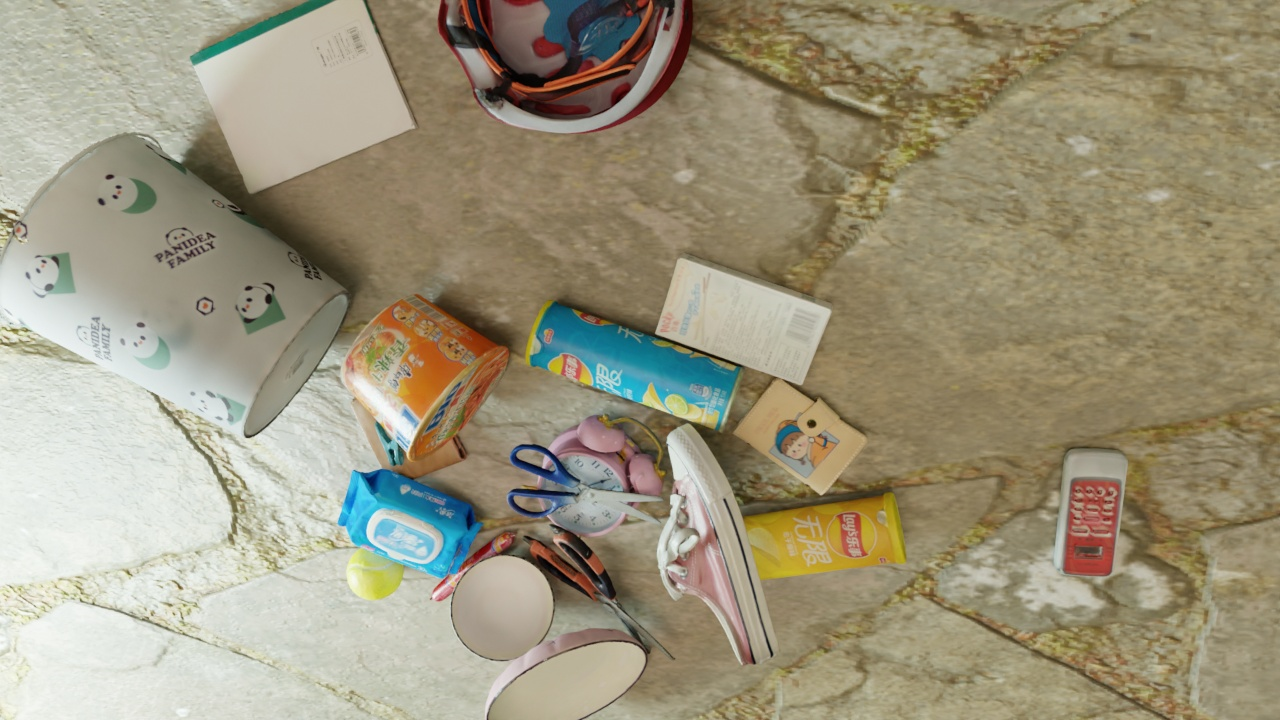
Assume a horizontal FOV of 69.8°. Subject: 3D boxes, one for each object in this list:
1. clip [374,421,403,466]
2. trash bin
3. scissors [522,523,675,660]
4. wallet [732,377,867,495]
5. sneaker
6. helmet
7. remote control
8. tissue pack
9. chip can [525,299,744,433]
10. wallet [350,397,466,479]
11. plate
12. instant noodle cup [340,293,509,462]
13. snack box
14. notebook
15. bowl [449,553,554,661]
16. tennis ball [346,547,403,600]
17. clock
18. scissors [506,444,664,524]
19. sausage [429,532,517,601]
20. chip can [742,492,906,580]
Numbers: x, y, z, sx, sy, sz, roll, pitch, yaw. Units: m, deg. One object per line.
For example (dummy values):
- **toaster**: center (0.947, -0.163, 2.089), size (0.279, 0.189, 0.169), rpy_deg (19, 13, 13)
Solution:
- **clip**: center (-0.278, 0.092, 1.027), size (0.037, 0.013, 0.055), rpy_deg (-9, 103, 18)
- **trash bin**: center (-0.453, -0.064, 0.929), size (0.252, 0.229, 0.230), rpy_deg (33, 113, -5)
- **scissors**: center (-0.047, 0.256, 1.021), size (0.224, 0.015, 0.189), rpy_deg (28, 147, 19)
- **wallet**: center (0.164, 0.075, 0.934), size (0.115, 0.024, 0.087), rpy_deg (36, 118, 0)
- **sneaker**: center (0.058, 0.183, 0.894), size (0.088, 0.118, 0.241), rpy_deg (-17, 82, -4)
- **helmet**: center (-0.057, -0.307, 0.787), size (0.207, 0.143, 0.240), rpy_deg (-23, 89, 19)
- **remote control**: center (0.439, 0.150, 0.896), size (0.056, 0.020, 0.136), rpy_deg (2, 110, 13)
- **tissue pack**: center (-0.266, 0.186, 1.044), size (0.157, 0.052, 0.095), rpy_deg (25, 120, -8)
- **chip can**: center (-0.005, 0.005, 0.921), size (0.210, 0.071, 0.071), rpy_deg (19, 112, 6)
- **wallet**: center (-0.264, 0.078, 1.037), size (0.101, 0.020, 0.115), rpy_deg (-23, 100, 19)
- **plate**: center (-0.087, 0.357, 1.036), size (0.192, 0.039, 0.193), rpy_deg (-17, 139, -15)
- **instant noodle cup**: center (-0.224, 0.012, 0.941), size (0.111, 0.151, 0.152), rpy_deg (39, 113, 7)
- **snack box**: center (0.101, -0.041, 0.904), size (0.157, 0.026, 0.085), rpy_deg (20, 113, 6)
- **notebook**: center (-0.345, -0.273, 0.933), size (0.209, 0.012, 0.150), rpy_deg (-16, 105, 18)
- **bowl**: center (-0.159, 0.283, 1.048), size (0.116, 0.066, 0.116), rpy_deg (3, 73, -11)
- **tennis ball**: center (-0.313, 0.249, 1.084), size (0.065, 0.065, 0.065), rpy_deg (4, 110, 12)
- **clock**: center (-0.042, 0.120, 0.976), size (0.117, 0.059, 0.159), rpy_deg (46, 113, -5)
- **scissors**: center (-0.061, 0.128, 0.946), size (0.170, 0.012, 0.144), rpy_deg (-20, 105, 20)
- **sausage**: center (-0.199, 0.242, 1.080), size (0.156, 0.020, 0.020), rpy_deg (-41, 96, 22)
- **chip can**: center (0.161, 0.188, 0.948), size (0.214, 0.072, 0.072), rpy_deg (-13, 106, 18)
